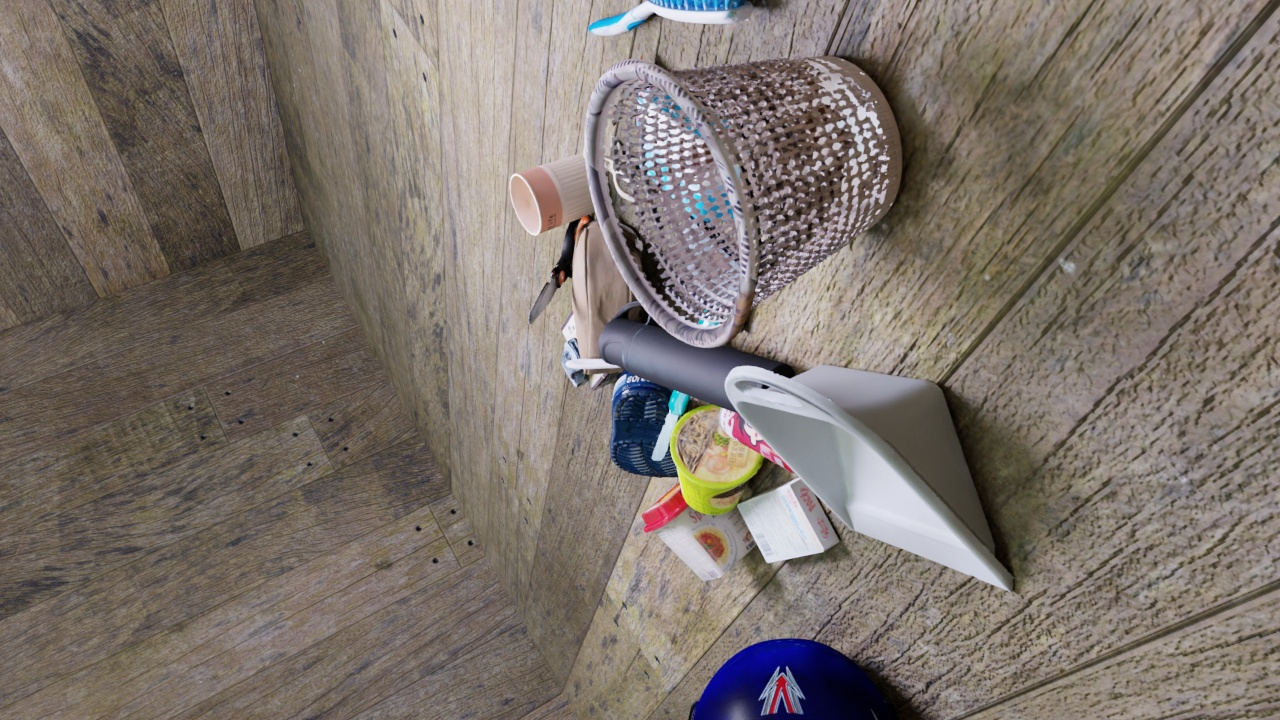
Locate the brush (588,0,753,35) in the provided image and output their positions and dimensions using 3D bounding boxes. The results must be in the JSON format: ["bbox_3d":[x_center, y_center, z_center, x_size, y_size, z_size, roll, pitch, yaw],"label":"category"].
[{"bbox_3d":[0.012,-0.358,0.888,0.314,0.060,0.109,37,148,52],"label":"brush"}]

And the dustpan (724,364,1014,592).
[{"bbox_3d":[0.187,0.102,0.850,0.223,0.142,0.258,12,122,62],"label":"dustpan"}]

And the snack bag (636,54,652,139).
[{"bbox_3d":[0.010,-0.277,0.997,0.045,0.026,0.105,45,152,33],"label":"snack bag"}]

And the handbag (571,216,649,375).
[{"bbox_3d":[-0.040,-0.080,1.202,0.205,0.099,0.147,97,168,-51],"label":"handbag"}]

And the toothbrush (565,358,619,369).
[{"bbox_3d":[-0.007,0.007,1.166,0.016,0.180,0.016,-78,-15,-47],"label":"toothbrush"}]

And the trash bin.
[{"bbox_3d":[0.091,-0.148,0.739,0.227,0.191,0.228,47,151,37],"label":"trash bin"}]

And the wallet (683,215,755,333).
[{"bbox_3d":[0.085,-0.099,1.025,0.121,0.019,0.097,50,154,28],"label":"wallet"}]

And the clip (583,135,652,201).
[{"bbox_3d":[-0.023,-0.231,1.096,0.100,0.074,0.035,45,151,30],"label":"clip"}]

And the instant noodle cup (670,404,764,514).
[{"bbox_3d":[0.092,0.132,1.134,0.111,0.111,0.124,53,163,27],"label":"instant noodle cup"}]

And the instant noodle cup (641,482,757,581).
[{"bbox_3d":[0.083,0.223,1.234,0.124,0.116,0.117,52,156,3],"label":"instant noodle cup"}]

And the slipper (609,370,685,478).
[{"bbox_3d":[0.011,0.076,1.227,0.253,0.105,0.095,78,-161,-57],"label":"slipper"}]

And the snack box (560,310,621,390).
[{"bbox_3d":[-0.068,-0.026,1.370,0.113,0.053,0.126,62,156,8],"label":"snack box"}]

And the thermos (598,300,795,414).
[{"bbox_3d":[0.058,-0.005,1.040,0.243,0.068,0.090,20,105,39],"label":"thermos"}]

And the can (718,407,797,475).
[{"bbox_3d":[0.145,0.081,1.024,0.133,0.053,0.053,28,137,54],"label":"can"}]

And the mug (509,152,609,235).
[{"bbox_3d":[-0.112,-0.219,1.208,0.115,0.105,0.082,6,118,64],"label":"mug"}]

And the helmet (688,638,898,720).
[{"bbox_3d":[0.186,0.482,1.088,0.239,0.247,0.316,-66,-32,-67],"label":"helmet"}]

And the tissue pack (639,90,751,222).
[{"bbox_3d":[0.055,-0.208,0.922,0.140,0.063,0.090,47,149,34],"label":"tissue pack"}]

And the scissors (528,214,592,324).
[{"bbox_3d":[-0.100,-0.103,1.208,0.022,0.234,0.139,8,149,14],"label":"scissors"}]

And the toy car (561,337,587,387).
[{"bbox_3d":[-0.100,0.005,1.377,0.049,0.031,0.106,60,162,18],"label":"toy car"}]

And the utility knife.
[{"bbox_3d":[0.054,0.028,1.102,0.029,0.013,0.220,35,114,33],"label":"utility knife"}]

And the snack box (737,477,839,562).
[{"bbox_3d":[0.174,0.195,1.106,0.084,0.026,0.157,63,156,8],"label":"snack box"}]
